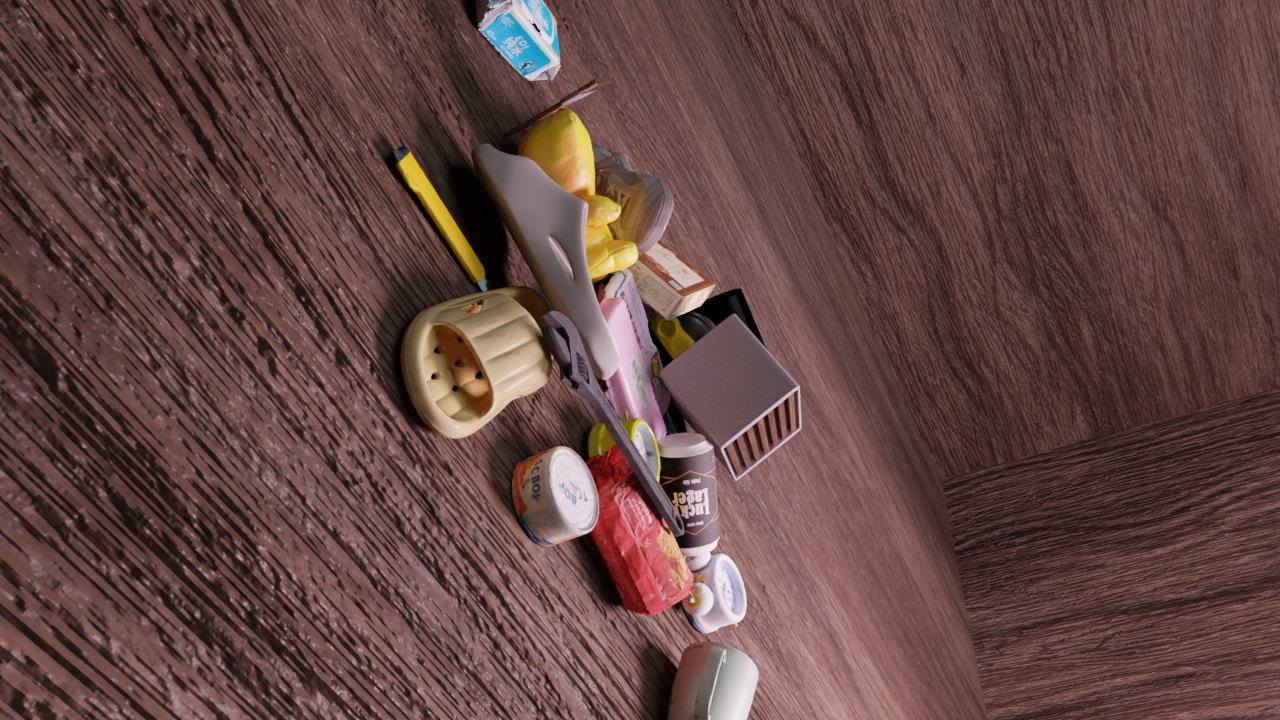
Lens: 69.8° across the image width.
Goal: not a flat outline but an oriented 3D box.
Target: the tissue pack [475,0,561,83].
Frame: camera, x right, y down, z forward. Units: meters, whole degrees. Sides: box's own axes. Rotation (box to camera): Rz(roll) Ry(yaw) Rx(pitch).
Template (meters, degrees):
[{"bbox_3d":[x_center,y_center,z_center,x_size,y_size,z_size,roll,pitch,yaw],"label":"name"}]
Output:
[{"bbox_3d":[-0.150,-0.418,1.126,0.144,0.062,0.092,37,39,-53],"label":"tissue pack"}]

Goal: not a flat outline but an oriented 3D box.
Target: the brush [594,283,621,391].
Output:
[{"bbox_3d":[-0.035,-0.032,1.106,0.041,0.030,0.172,50,30,-40],"label":"brush"}]

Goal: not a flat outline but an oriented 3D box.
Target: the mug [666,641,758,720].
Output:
[{"bbox_3d":[0.069,0.344,0.933,0.103,0.084,0.111,-63,159,-48],"label":"mug"}]

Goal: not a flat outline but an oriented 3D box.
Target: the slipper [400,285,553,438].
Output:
[{"bbox_3d":[-0.121,-0.019,0.830,0.111,0.079,0.260,63,22,-7],"label":"slipper"}]

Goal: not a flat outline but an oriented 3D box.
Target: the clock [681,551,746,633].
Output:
[{"bbox_3d":[0.079,0.269,1.086,0.125,0.052,0.088,44,34,-42],"label":"clock"}]

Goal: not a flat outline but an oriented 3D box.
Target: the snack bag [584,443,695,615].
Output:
[{"bbox_3d":[-0.011,0.175,0.922,0.176,0.082,0.082,65,22,-10],"label":"snack bag"}]

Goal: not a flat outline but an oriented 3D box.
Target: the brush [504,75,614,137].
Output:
[{"bbox_3d":[-0.096,-0.281,1.023,0.008,0.143,0.045,64,31,-11],"label":"brush"}]

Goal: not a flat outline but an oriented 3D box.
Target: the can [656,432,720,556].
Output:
[{"bbox_3d":[0.053,0.153,1.054,0.071,0.072,0.128,-37,124,-67],"label":"can"}]

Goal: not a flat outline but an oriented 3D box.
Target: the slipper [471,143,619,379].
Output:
[{"bbox_3d":[-0.075,-0.110,0.921,0.265,0.080,0.113,60,-6,10],"label":"slipper"}]

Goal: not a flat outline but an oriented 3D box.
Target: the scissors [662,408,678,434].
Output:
[{"bbox_3d":[0.058,0.112,1.226,0.140,0.013,0.117,67,23,-3],"label":"scissors"}]

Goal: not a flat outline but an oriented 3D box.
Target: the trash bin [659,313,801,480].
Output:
[{"bbox_3d":[0.119,0.054,1.152,0.114,0.114,0.229,51,-3,20],"label":"trash bin"}]

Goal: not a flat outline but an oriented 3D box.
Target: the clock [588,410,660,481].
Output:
[{"bbox_3d":[-0.013,0.116,0.993,0.083,0.057,0.119,-53,126,-65],"label":"clock"}]

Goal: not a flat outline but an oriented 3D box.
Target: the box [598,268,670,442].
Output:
[{"bbox_3d":[-0.007,0.006,1.081,0.152,0.037,0.201,-63,141,-52],"label":"box"}]

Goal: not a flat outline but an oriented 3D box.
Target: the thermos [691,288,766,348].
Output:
[{"bbox_3d":[0.159,-0.007,1.464,0.198,0.086,0.086,66,22,-10],"label":"thermos"}]

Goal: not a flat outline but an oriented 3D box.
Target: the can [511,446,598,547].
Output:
[{"bbox_3d":[-0.078,0.125,0.849,0.086,0.043,0.086,48,30,-40],"label":"can"}]

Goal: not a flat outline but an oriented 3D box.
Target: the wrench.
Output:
[{"bbox_3d":[-0.022,0.066,0.867,0.273,0.018,0.073,60,17,-26],"label":"wrench"}]

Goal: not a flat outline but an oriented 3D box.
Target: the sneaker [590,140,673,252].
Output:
[{"bbox_3d":[-0.044,-0.205,1.098,0.089,0.099,0.236,13,21,-30],"label":"sneaker"}]

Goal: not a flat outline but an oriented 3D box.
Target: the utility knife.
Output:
[{"bbox_3d":[-0.184,-0.129,0.857,0.159,0.017,0.030,58,30,-26],"label":"utility knife"}]

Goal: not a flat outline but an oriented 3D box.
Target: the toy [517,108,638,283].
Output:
[{"bbox_3d":[-0.087,-0.175,1.035,0.087,0.135,0.194,-24,102,-25],"label":"toy"}]

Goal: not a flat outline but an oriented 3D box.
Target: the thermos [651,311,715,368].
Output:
[{"bbox_3d":[0.086,-0.011,1.292,0.220,0.098,0.098,18,55,-69],"label":"thermos"}]

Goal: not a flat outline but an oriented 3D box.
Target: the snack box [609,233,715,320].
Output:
[{"bbox_3d":[0.014,-0.120,1.192,0.143,0.041,0.146,40,21,9],"label":"snack box"}]
